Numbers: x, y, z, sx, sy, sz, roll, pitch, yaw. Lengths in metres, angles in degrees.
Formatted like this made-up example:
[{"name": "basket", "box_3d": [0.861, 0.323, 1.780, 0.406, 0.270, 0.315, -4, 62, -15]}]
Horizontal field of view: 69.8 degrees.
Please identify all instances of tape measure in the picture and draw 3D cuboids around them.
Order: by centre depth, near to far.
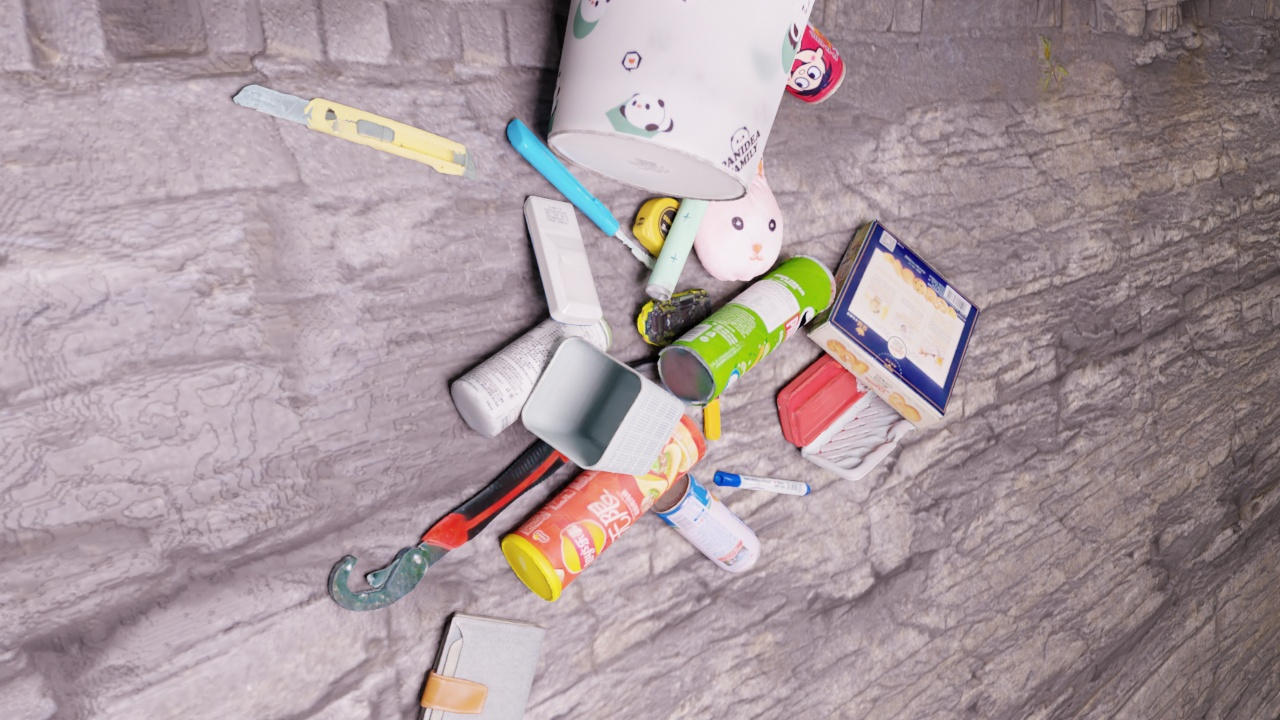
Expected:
[{"name": "tape measure", "box_3d": [0.019, -0.132, 0.912, 0.060, 0.029, 0.057, 39, 68, -41]}]

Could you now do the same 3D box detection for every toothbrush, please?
[{"name": "toothbrush", "box_3d": [0.056, -0.161, 0.904, 0.026, 0.027, 0.224, 71, 40, -69]}]

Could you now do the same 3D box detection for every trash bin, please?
[{"name": "trash bin", "box_3d": [0.037, -0.287, 0.805, 0.229, 0.230, 0.252, 15, 90, -38]}]

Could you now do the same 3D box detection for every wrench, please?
[{"name": "wrench", "box_3d": [-0.147, 0.131, 0.805, 0.272, 0.016, 0.056, -33, 113, -32]}]

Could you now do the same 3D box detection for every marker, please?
[{"name": "marker", "box_3d": [0.074, 0.023, 0.975, 0.018, 0.015, 0.124, -5, 93, -40]}, {"name": "marker", "box_3d": [0.140, 0.139, 1.032, 0.145, 0.017, 0.017, 12, 85, -38]}]

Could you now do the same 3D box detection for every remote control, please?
[{"name": "remote control", "box_3d": [-0.068, -0.089, 0.816, 0.049, 0.024, 0.124, 4, 58, -40]}]

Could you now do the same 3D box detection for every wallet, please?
[{"name": "wallet", "box_3d": [-0.142, 0.292, 0.805, 0.106, 0.037, 0.129, 21, 79, -38]}]

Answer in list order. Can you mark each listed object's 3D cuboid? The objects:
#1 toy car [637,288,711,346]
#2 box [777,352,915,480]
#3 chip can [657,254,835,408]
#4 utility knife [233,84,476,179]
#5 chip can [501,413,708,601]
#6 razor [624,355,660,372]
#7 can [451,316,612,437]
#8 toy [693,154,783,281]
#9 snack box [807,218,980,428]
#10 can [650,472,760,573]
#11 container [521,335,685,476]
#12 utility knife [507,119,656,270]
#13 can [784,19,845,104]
[{"name": "toy car", "box_3d": [0.035, -0.044, 0.928, 0.105, 0.032, 0.048, -18, 110, -48]}, {"name": "box", "box_3d": [0.262, 0.043, 1.069, 0.200, 0.100, 0.110, -35, 123, -32]}, {"name": "chip can", "box_3d": [0.113, -0.035, 0.944, 0.235, 0.072, 0.072, -35, 114, -41]}, {"name": "utility knife", "box_3d": [-0.219, -0.182, 0.732, 0.201, 0.021, 0.031, 9, 81, -34]}, {"name": "chip can", "box_3d": [-0.030, 0.127, 0.863, 0.216, 0.073, 0.073, -40, 116, -31]}, {"name": "razor", "box_3d": [-0.005, 0.005, 0.906, 0.142, 0.022, 0.042, -12, 64, -38]}, {"name": "can", "box_3d": [-0.094, 0.006, 0.811, 0.146, 0.058, 0.058, -38, 115, -31]}, {"name": "toy", "box_3d": [0.098, -0.162, 0.961, 0.121, 0.054, 0.159, -7, 89, -38]}, {"name": "snack box", "box_3d": [0.301, -0.045, 1.074, 0.178, 0.046, 0.182, 38, 57, -11]}, {"name": "can", "box_3d": [0.069, 0.169, 0.953, 0.134, 0.053, 0.053, 44, 66, -32]}, {"name": "container", "box_3d": [-0.026, 0.045, 0.800, 0.090, 0.090, 0.111, -60, 152, 2]}, {"name": "utility knife", "box_3d": [-0.039, -0.139, 0.867, 0.018, 0.034, 0.234, -37, 126, 17]}, {"name": "can", "box_3d": [0.172, -0.330, 0.997, 0.093, 0.067, 0.066, 29, 75, -36]}]
